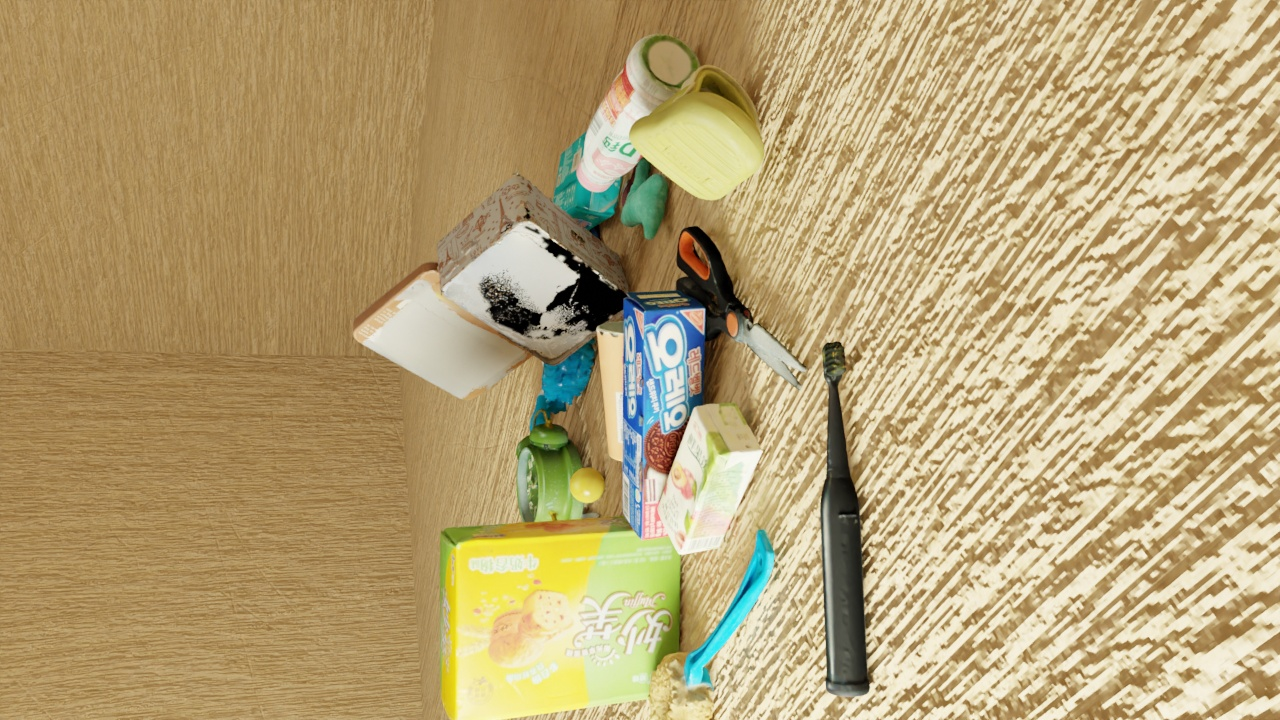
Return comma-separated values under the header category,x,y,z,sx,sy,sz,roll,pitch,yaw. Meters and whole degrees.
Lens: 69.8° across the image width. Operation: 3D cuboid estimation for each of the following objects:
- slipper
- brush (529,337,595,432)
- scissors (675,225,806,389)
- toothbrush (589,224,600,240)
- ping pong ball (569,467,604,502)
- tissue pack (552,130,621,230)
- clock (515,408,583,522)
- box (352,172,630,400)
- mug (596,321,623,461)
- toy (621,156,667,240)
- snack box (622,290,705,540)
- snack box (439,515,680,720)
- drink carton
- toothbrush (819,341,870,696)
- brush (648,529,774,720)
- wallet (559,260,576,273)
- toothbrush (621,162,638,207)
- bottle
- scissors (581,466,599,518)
category,x,y,z,sx,sy,sz,roll,pitch,yaw
slipper,0.056,-0.178,0.706,0.081,0.091,0.190,-50,13,-3
brush,-0.111,0.032,1.189,0.109,0.060,0.315,-101,20,-45
scissors,0.074,-0.021,0.721,0.149,0.021,0.234,101,155,-46
toothbrush,-0.056,-0.160,1.096,0.016,0.014,0.189,74,-178,-54
ping pong ball,-0.061,0.143,1.049,0.040,0.040,0.040,-179,91,-70
tissue pack,-0.062,-0.199,1.042,0.134,0.050,0.093,177,103,-69
clock,-0.116,0.139,1.140,0.116,0.056,0.161,138,128,-59
box,-0.160,-0.056,0.987,0.260,0.176,0.082,-34,45,21
mug,-0.001,0.029,0.846,0.078,0.078,0.123,-154,61,-69
toy,0.003,-0.161,0.906,0.092,0.030,0.096,179,103,-69
snack box,0.017,0.047,0.782,0.057,0.058,0.208,-139,47,-66
snack box,-0.070,0.224,0.821,0.070,0.209,0.157,-176,86,-69
drink carton,0.054,0.094,0.722,0.053,0.045,0.123,-116,32,-42
toothbrush,0.123,0.093,0.561,0.027,0.026,0.212,136,133,-80
brush,0.058,0.227,0.728,0.083,0.045,0.255,-106,29,-49
wallet,-0.105,-0.082,1.220,0.101,0.020,0.115,-142,53,-65
toothbrush,0.006,-0.235,0.923,0.017,0.016,0.188,-97,18,-49
bottle,-0.011,-0.224,0.874,0.197,0.068,0.068,138,130,-60
scissors,-0.081,0.205,1.145,0.162,0.012,0.174,-154,69,-68
